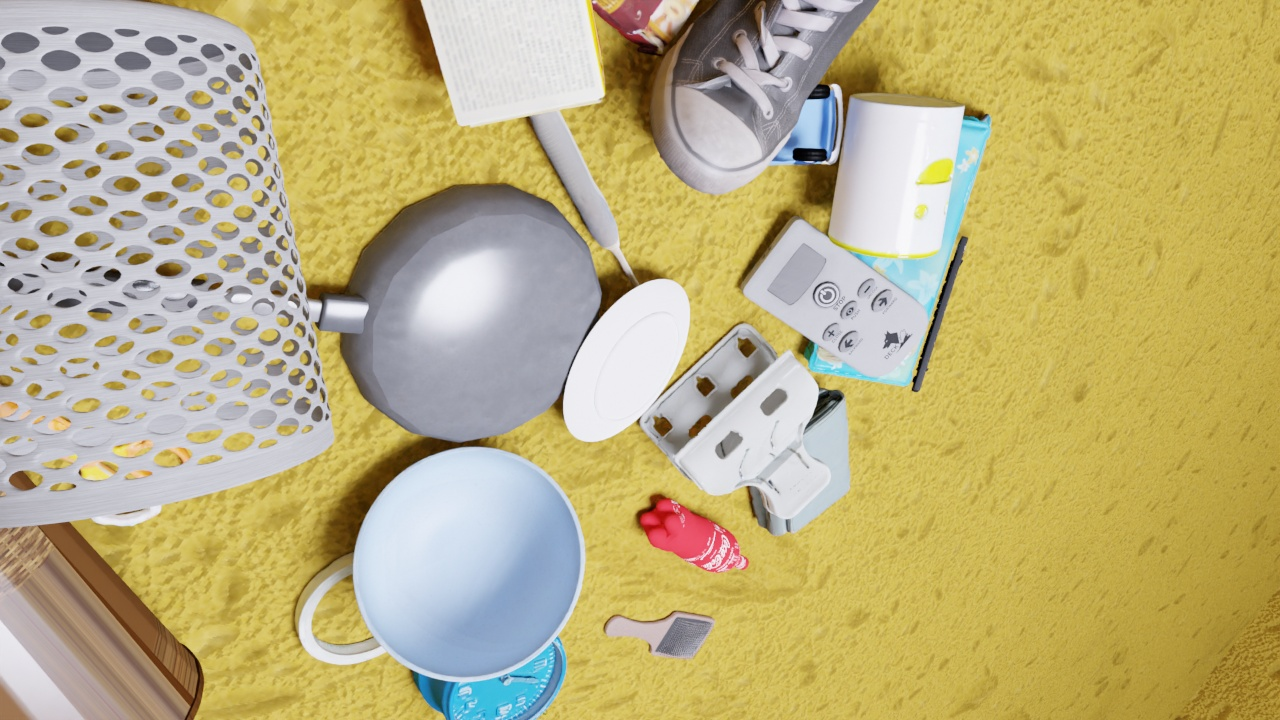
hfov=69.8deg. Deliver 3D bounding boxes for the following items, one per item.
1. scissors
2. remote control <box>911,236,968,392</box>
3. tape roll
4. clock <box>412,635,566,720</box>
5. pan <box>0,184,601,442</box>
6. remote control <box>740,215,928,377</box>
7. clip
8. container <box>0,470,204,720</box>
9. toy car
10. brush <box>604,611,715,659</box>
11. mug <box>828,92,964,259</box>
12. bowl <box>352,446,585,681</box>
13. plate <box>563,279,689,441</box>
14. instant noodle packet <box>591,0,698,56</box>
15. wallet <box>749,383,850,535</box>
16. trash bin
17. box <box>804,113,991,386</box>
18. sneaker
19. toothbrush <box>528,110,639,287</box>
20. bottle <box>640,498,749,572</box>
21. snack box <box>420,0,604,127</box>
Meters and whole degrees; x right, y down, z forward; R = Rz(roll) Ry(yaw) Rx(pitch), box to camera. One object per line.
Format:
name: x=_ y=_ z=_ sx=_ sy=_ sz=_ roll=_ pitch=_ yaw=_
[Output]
scissors: x=-0.311 y=0.050 z=0.505 sx=0.065 sy=0.013 sz=0.128 roll=-47 pitch=134 yaw=-5
remote control: x=0.263 y=-0.040 z=0.808 sx=0.030 sy=0.009 sz=0.140 roll=17 pitch=91 yaw=-76
tape roll: x=-0.199 y=0.177 z=0.658 sx=0.092 sy=0.013 sz=0.093 roll=-18 pitch=125 yaw=-27
clock: x=-0.114 y=0.223 z=0.715 sx=0.116 sy=0.060 sz=0.162 roll=-10 pitch=118 yaw=-30
pan: x=-0.170 y=-0.027 z=0.540 sx=0.356 sy=0.041 sz=0.179 roll=4 pitch=113 yaw=-37
remote control: x=0.160 y=-0.046 z=0.735 sx=0.151 sy=0.019 sz=0.074 roll=31 pitch=107 yaw=-17
clip: x=0.091 y=0.061 z=0.723 sx=0.126 sy=0.104 sz=0.152 roll=-42 pitch=88 yaw=-5
container: x=-0.330 y=0.142 z=0.474 sx=0.132 sy=0.132 sz=0.167 roll=-28 pitch=123 yaw=-20
toy car: x=0.074 y=-0.163 z=0.628 sx=0.153 sy=0.055 sz=0.056 roll=-8 pitch=105 yaw=-32
brush: x=0.019 y=0.258 z=0.862 sx=0.135 sy=0.015 sz=0.050 roll=23 pitch=101 yaw=-42
mug: x=0.185 y=-0.136 z=0.669 sx=0.082 sy=0.082 sz=0.106 roll=-12 pitch=117 yaw=-31
bowl: x=-0.117 y=0.139 z=0.632 sx=0.150 sy=0.150 sz=0.075 roll=-32 pitch=174 yaw=-17
plate: x=-0.004 y=0.004 z=0.670 sx=0.134 sy=0.011 sz=0.135 roll=-37 pitch=145 yaw=-32
instant noodle packet: x=0.014 y=-0.258 z=0.540 sx=0.098 sy=0.039 sz=0.135 roll=26 pitch=102 yaw=-45
wallet: x=0.145 y=0.092 z=0.836 sx=0.100 sy=0.054 sz=0.132 roll=-29 pitch=133 yaw=-17
trash bin: x=-0.225 y=-0.043 z=0.389 sx=0.156 sy=0.157 sz=0.183 roll=-11 pitch=100 yaw=-31
box: x=0.235 y=-0.094 z=0.774 sx=0.171 sy=0.084 sz=0.228 roll=-6 pitch=119 yaw=-33
sneaker: x=0.094 y=-0.204 z=0.533 sx=0.095 sy=0.120 sz=0.234 roll=42 pitch=72 yaw=-7
toothbrush: x=-0.030 y=-0.100 z=0.613 sx=0.022 sy=0.024 sz=0.186 roll=-13 pitch=134 yaw=19
bottle: x=0.054 y=0.161 z=0.812 sx=0.141 sy=0.042 sz=0.042 roll=35 pitch=93 yaw=-43
snack box: x=-0.068 y=-0.190 z=0.486 sx=0.083 sy=0.061 sz=0.106 roll=-10 pitch=126 yaw=3
